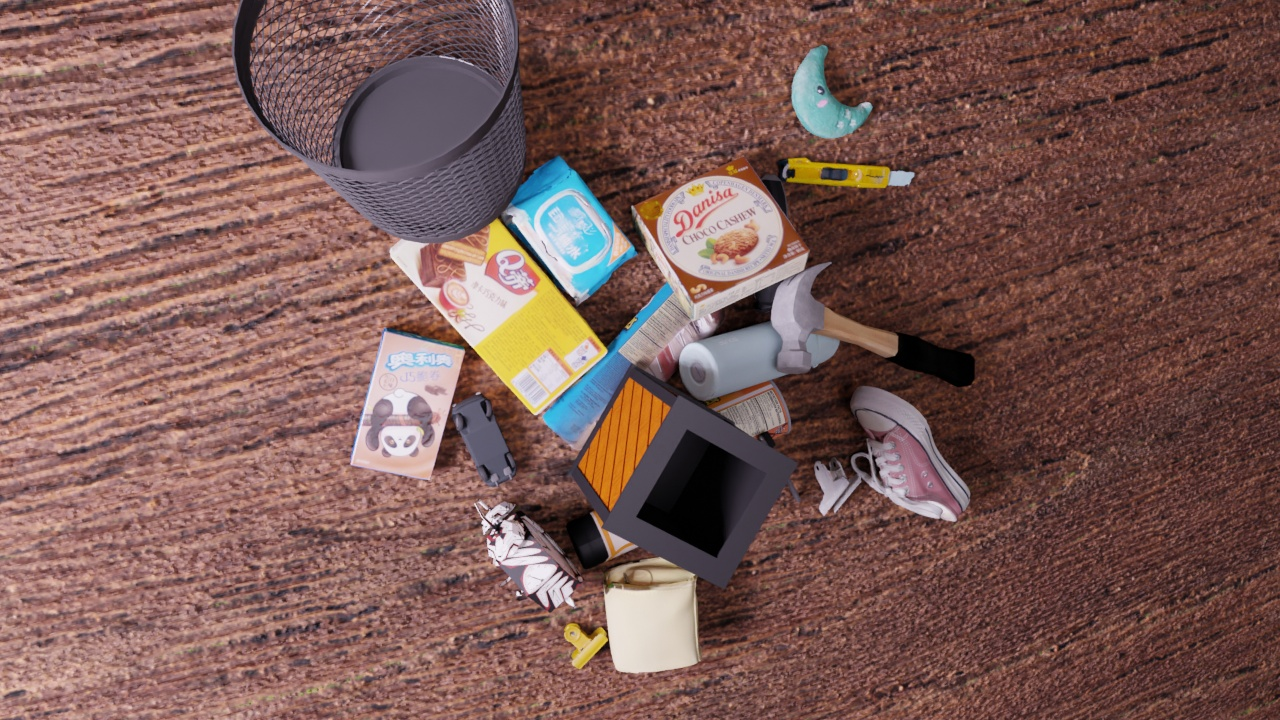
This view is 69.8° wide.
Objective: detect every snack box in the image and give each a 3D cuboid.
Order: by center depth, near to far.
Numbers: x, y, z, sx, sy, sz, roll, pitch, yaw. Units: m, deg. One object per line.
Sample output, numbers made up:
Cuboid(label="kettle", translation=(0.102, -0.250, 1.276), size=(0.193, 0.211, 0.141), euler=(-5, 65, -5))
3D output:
Cuboid(label="snack box", translation=(-0.149, -0.063, 0.983), size=(0.110, 0.062, 0.230), euler=(-41, 109, -4))
Cuboid(label="snack box", translation=(-0.252, 0.047, 0.992), size=(0.087, 0.034, 0.151), euler=(14, 97, -19))
Cuboid(label="snack box", translation=(0.085, -0.135, 1.003), size=(0.143, 0.041, 0.147), euler=(-25, 66, -10))

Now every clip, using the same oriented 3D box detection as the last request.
Cuboid(label="clip", translation=(-0.070, 0.341, 1.108), size=(0.054, 0.045, 0.049), euler=(-44, 134, -2))
Cuboid(label="clip", translation=(0.233, 0.152, 1.142), size=(0.050, 0.102, 0.058), euler=(-22, 64, -22))

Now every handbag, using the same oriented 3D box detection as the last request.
Cuboid(label="handbag", translation=(0.015, 0.301, 1.101), size=(0.111, 0.081, 0.119), euler=(-6, 105, -7))

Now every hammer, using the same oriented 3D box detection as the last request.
Cuboid(label="hammer", translation=(0.284, -0.022, 1.083), size=(0.327, 0.039, 0.131), euler=(15, 73, -34))

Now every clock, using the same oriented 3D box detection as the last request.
Cuboid(label="clock", translation=(-0.136, 0.215, 1.018), size=(0.065, 0.115, 0.154), euler=(-43, 107, -4))

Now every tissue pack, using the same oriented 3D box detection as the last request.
Cuboid(label="tissue pack", translation=(-0.079, -0.138, 0.987), size=(0.093, 0.062, 0.144), euler=(-41, 109, -4))

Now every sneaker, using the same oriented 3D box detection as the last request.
Cuboid(label="sneaker", translation=(0.323, 0.131, 1.137), size=(0.241, 0.118, 0.087), euler=(48, 68, -25))

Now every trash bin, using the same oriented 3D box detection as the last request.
Cuboid(label="trash bin", translation=(-0.205, -0.227, 0.814), size=(0.218, 0.227, 0.217), euler=(0, 80, -1))
Cuboid(label="trash bin", translation=(0.035, 0.111, 0.933), size=(0.139, 0.172, 0.139), euler=(30, 91, -18))

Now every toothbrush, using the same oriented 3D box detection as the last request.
Cuboid(label="toothbrush", translation=(0.169, 0.131, 1.101), size=(0.013, 0.013, 0.167), euler=(-38, 138, -5))

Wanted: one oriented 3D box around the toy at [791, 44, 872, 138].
Cuboid(label="toy", translation=(0.214, -0.302, 1.054), size=(0.085, 0.033, 0.105), euler=(-46, 109, -14))

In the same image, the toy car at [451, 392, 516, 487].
Cuboid(label="toy car", translation=(-0.173, 0.089, 1.022), size=(0.046, 0.034, 0.112), euler=(-26, 114, -14))

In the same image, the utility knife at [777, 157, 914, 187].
Cuboid(label="utility knife", translation=(0.245, -0.222, 1.089), size=(0.179, 0.017, 0.030), euler=(-1, 111, -19))

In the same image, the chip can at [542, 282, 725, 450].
Cuboid(label="chip can", translation=(-0.006, 0.006, 1.033), size=(0.229, 0.080, 0.080), euler=(-47, 109, -2))

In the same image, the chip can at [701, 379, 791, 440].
Cuboid(label="chip can", translation=(0.062, 0.091, 1.069), size=(0.215, 0.075, 0.075), euler=(-22, 106, -10))

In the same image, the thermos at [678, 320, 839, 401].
Cuboid(label="thermos", translation=(0.141, -0.010, 1.043), size=(0.206, 0.065, 0.078), euler=(-16, 129, -35))

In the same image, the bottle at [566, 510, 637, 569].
Cuboid(label="bottle", translation=(0.006, 0.183, 1.080), size=(0.181, 0.059, 0.059), euler=(-22, 106, -11))

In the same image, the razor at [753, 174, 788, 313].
Cuboid(label="razor", translation=(0.152, -0.136, 1.060), size=(0.060, 0.057, 0.156), euler=(-29, 113, -54))
